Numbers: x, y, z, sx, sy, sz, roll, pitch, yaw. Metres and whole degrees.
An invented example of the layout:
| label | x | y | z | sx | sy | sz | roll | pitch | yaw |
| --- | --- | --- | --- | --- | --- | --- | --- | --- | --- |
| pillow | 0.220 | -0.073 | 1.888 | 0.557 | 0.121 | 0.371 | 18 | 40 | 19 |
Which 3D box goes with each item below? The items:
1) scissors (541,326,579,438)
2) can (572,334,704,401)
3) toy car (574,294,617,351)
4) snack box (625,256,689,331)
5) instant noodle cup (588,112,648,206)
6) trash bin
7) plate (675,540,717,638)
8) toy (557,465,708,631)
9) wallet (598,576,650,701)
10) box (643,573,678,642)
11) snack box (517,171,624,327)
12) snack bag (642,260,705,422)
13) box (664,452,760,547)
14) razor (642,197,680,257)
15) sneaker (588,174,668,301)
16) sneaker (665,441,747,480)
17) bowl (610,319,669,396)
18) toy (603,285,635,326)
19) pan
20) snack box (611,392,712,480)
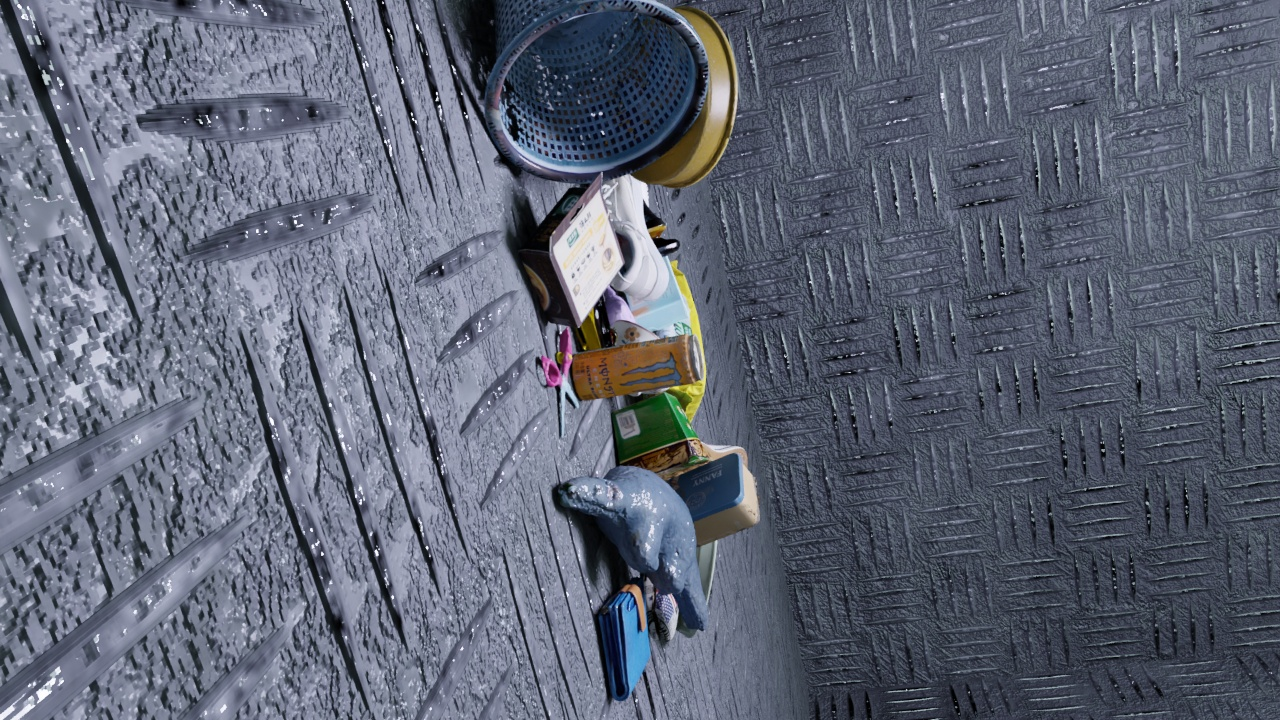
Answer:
| label | x | y | z | sx | sy | sz | roll | pitch | yaw |
| --- | --- | --- | --- | --- | --- | --- | --- | --- | --- |
| scissors | -0.084 | 0.020 | 0.991 | 0.133 | 0.017 | 0.133 | 65 | 22 | -64 |
| can | -0.003 | 0.008 | 1.059 | 0.058 | 0.146 | 0.058 | -9 | 89 | -77 |
| toy car | -0.058 | -0.050 | 1.106 | 0.071 | 0.041 | 0.156 | -79 | 157 | -60 |
| snack box | 0.010 | -0.126 | 1.338 | 0.052 | 0.074 | 0.174 | 63 | 8 | -56 |
| instant noodle cup | -0.031 | -0.300 | 1.413 | 0.138 | 0.060 | 0.173 | 6 | 76 | -78 |
| trash bin | -0.065 | -0.331 | 0.953 | 0.227 | 0.227 | 0.195 | 62 | 9 | -58 |
| plate | 0.073 | 0.276 | 1.307 | 0.230 | 0.027 | 0.230 | -173 | -88 | -84 |
| toy | 0.004 | 0.195 | 1.058 | 0.356 | 0.091 | 0.137 | 52 | 30 | -46 |
| wallet | -0.013 | 0.310 | 1.039 | 0.133 | 0.040 | 0.106 | -2 | 87 | -80 |
| box | 0.023 | 0.300 | 1.229 | 0.072 | 0.060 | 0.164 | 51 | 24 | -27 |
| snack box | -0.070 | -0.119 | 0.977 | 0.113 | 0.053 | 0.126 | -58 | 143 | -35 |
| snack bag | 0.046 | -0.009 | 1.387 | 0.158 | 0.068 | 0.246 | 108 | -19 | -55 |
| box | 0.075 | 0.190 | 1.191 | 0.062 | 0.185 | 0.089 | 48 | 25 | -30 |
| razor | -0.008 | -0.206 | 1.307 | 0.167 | 0.062 | 0.068 | 57 | -25 | 22 |
| sneaker | -0.041 | -0.189 | 1.236 | 0.090 | 0.090 | 0.242 | 8 | 55 | -44 |
| sneaker | 0.083 | 0.169 | 1.508 | 0.240 | 0.088 | 0.118 | 6 | 85 | -54 |
| bowl | -0.007 | 0.007 | 1.199 | 0.062 | 0.113 | 0.113 | -53 | 148 | -19 |
| toy | -0.027 | -0.050 | 1.271 | 0.083 | 0.039 | 0.108 | -121 | -172 | -53 |
| pan | -0.004 | -0.289 | 1.104 | 0.078 | 0.358 | 0.197 | -8 | 90 | -36 |
| snack box | 0.020 | 0.105 | 1.223 | 0.117 | 0.118 | 0.105 | 29 | 40 | -76 |
